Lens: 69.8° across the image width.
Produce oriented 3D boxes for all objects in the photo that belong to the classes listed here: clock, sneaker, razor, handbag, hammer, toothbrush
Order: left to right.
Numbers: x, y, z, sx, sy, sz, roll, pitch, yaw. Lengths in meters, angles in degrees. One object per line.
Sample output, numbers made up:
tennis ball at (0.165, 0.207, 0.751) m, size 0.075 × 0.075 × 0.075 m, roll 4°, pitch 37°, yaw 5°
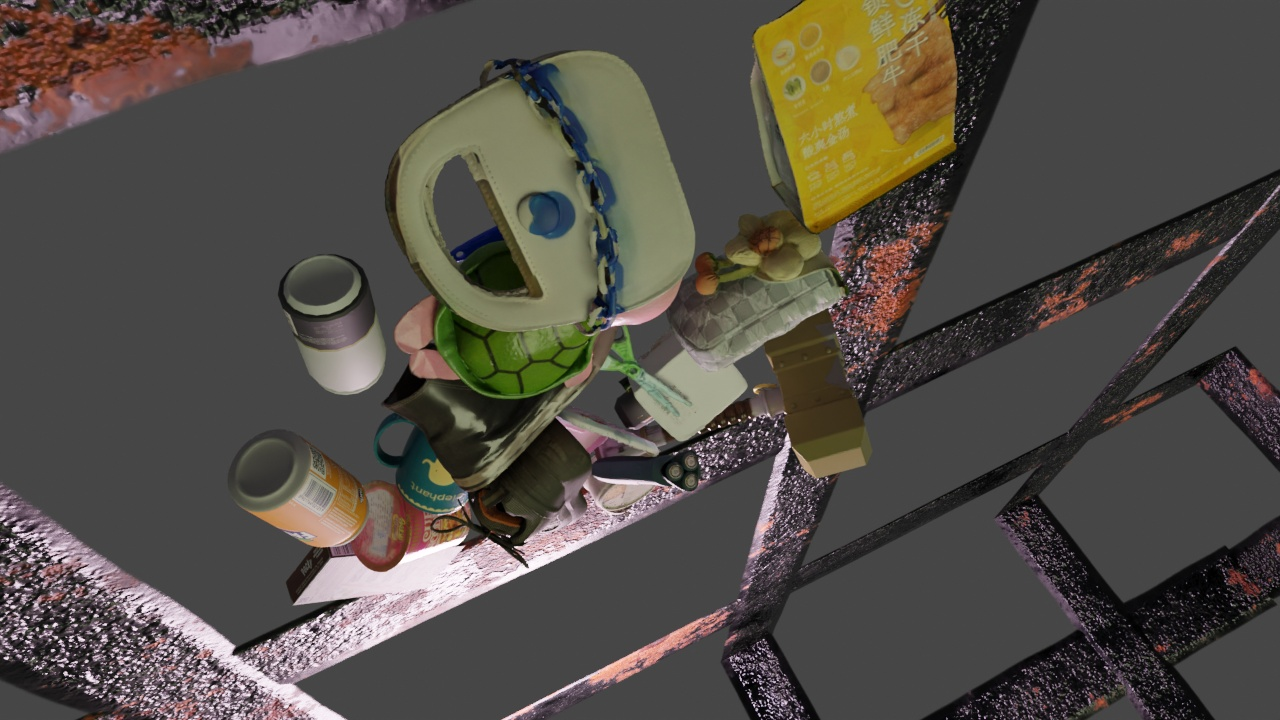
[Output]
sneaker at (-0.121, -0.004, 0.847) m, size 0.234 × 0.095 × 0.120 m, roll -45°, pitch 118°, yaw -6°
sneaker at (-0.128, 0.157, 0.930) m, size 0.142 × 0.101 × 0.238 m, roll -41°, pitch 168°, yaw -25°
handbag at (-0.072, -0.108, 0.640) m, size 0.199 × 0.093 × 0.201 m, roll -26°, pitch 114°, yaw -1°
toothbrush at (-0.077, -0.123, 0.766) m, size 0.182 × 0.018 × 0.016 m, roll -27°, pitch 127°, yaw -7°
clock at (-0.026, 0.171, 1.242) m, size 0.103 × 0.061 × 0.157 m, roll -17°, pitch 147°, yaw -24°
razor at (0.004, 0.131, 1.094) m, size 0.143 × 0.047 × 0.052 m, roll -3°, pitch 173°, yaw 34°
hammer at (0.098, 0.070, 1.124) m, size 0.325 × 0.190 × 0.100 m, roll -17°, pitch 154°, yaw 12°
handbag at (0.104, -0.074, 0.924) m, size 0.171 × 0.112 × 0.123 m, roll -33°, pitch 142°, yaw 5°

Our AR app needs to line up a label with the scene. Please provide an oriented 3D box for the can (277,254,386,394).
can at (-0.239, -0.023, 0.725) m, size 0.064 × 0.064 × 0.128 m, roll -21°, pitch 150°, yaw -18°

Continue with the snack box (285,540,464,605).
snack box at (-0.320, 0.247, 1.118) m, size 0.185 × 0.031 × 0.101 m, roll 6°, pitch 135°, yaw -48°

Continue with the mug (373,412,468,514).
mug at (-0.211, 0.088, 0.927) m, size 0.112 × 0.084 × 0.104 m, roll 16°, pitch 129°, yaw -16°

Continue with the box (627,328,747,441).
box at (0.047, 0.018, 1.041) m, size 0.107 × 0.076 × 0.102 m, roll -42°, pitch 116°, yaw 6°

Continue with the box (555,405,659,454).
box at (-0.082, 0.072, 1.029) m, size 0.150 × 0.073 × 0.201 m, roll -13°, pitch 160°, yaw 25°

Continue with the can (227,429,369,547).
can at (-0.320, 0.126, 0.873) m, size 0.079 × 0.079 × 0.142 m, roll -28°, pitch 152°, yaw -4°

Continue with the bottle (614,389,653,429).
bottle at (0.023, 0.040, 1.093) m, size 0.112 × 0.047 × 0.047 m, roll -31°, pitch 152°, yaw 3°

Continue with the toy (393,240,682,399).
toy at (-0.080, -0.039, 0.754) m, size 0.238 × 0.087 × 0.190 m, roll -18°, pitch 123°, yaw -8°

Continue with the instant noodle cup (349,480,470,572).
instant noodle cup at (-0.250, 0.178, 1.018) m, size 0.098 × 0.097 × 0.108 m, roll -44°, pitch 156°, yaw 23°

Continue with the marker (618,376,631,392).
marker at (0.038, -0.011, 1.058) m, size 0.146 × 0.017 × 0.017 m, roll -36°, pitch 151°, yaw 9°

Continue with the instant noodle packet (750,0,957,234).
instant noodle packet at (0.180, -0.236, 0.780) m, size 0.163 × 0.084 × 0.222 m, roll -30°, pitch 146°, yaw 0°

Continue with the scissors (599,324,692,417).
scissors at (-0.002, 0.006, 0.970) m, size 0.175 × 0.032 × 0.078 m, roll 33°, pitch 107°, yaw -32°
